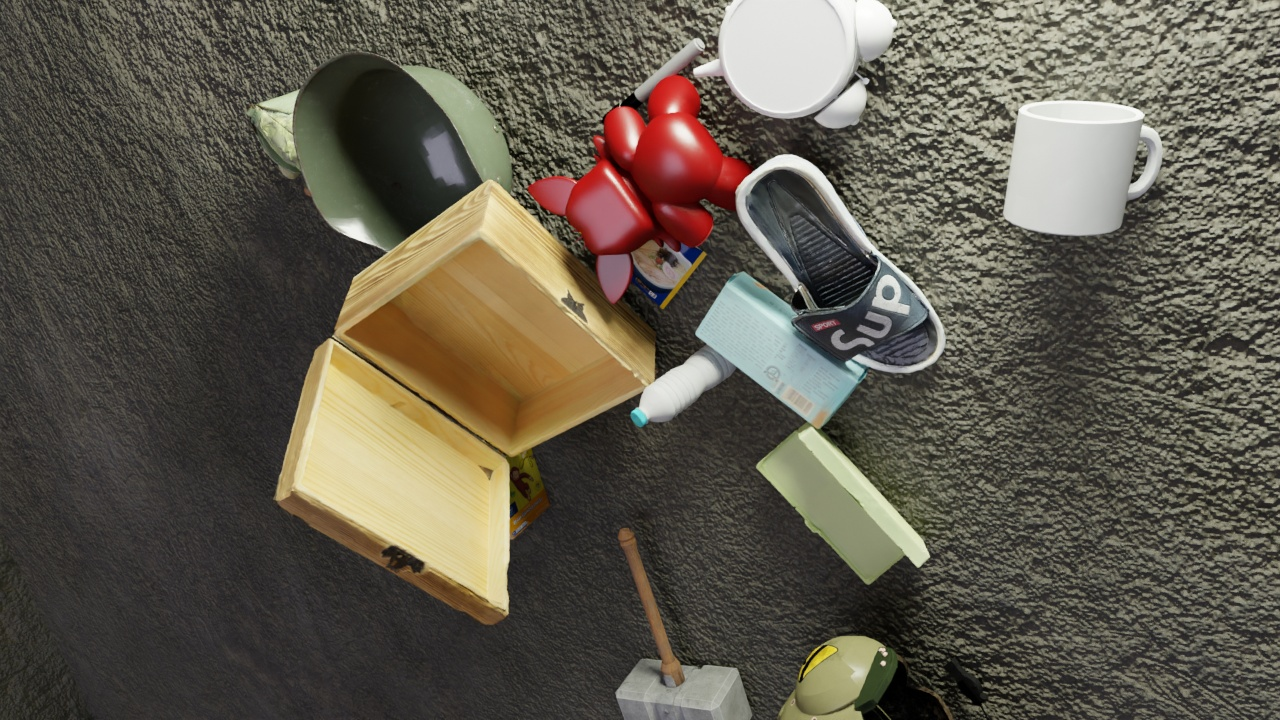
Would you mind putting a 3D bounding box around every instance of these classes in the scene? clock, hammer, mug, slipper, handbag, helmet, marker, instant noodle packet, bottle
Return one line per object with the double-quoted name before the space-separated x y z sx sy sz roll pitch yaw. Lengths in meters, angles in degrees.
"clock" 0.142 -0.290 0.839 0.161 0.072 0.126 24 124 11
"hammer" 0.024 0.361 1.218 0.163 0.082 0.318 -6 110 34
"mug" 0.368 -0.160 0.752 0.121 0.091 0.090 -3 116 -3
"slipper" 0.189 -0.077 0.887 0.111 0.062 0.264 -31 106 32
"handbag" -0.403 -0.258 1.158 0.186 0.113 0.117 48 136 2
"helmet" -0.239 -0.224 1.042 0.228 0.153 0.268 -19 106 33
"marker" 0.012 -0.284 0.947 0.141 0.016 0.016 -31 95 38
"instant noodle packet" 0.000 -0.132 1.023 0.134 0.026 0.087 43 123 7
"helmet" 0.258 0.408 0.976 0.250 0.254 0.234 46 125 6
"bottle" 0.045 0.029 1.006 0.044 0.136 0.044 40 150 29

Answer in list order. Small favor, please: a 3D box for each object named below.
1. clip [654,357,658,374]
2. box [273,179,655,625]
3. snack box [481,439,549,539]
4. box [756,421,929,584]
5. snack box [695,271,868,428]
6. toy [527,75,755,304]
"clip" -0.005 0.010 1.101 0.049 0.025 0.061 46 121 -1
"box" -0.183 0.062 0.962 0.287 0.335 0.279 -27 130 30
"snack box" -0.181 0.164 1.242 0.040 0.088 0.126 -4 111 33
"box" 0.220 0.160 0.998 0.188 0.082 0.098 45 102 4
"snack box" 0.149 -0.012 0.975 0.174 0.053 0.075 37 127 9
"toy" 0.003 -0.174 0.933 0.198 0.120 0.158 -36 94 22
